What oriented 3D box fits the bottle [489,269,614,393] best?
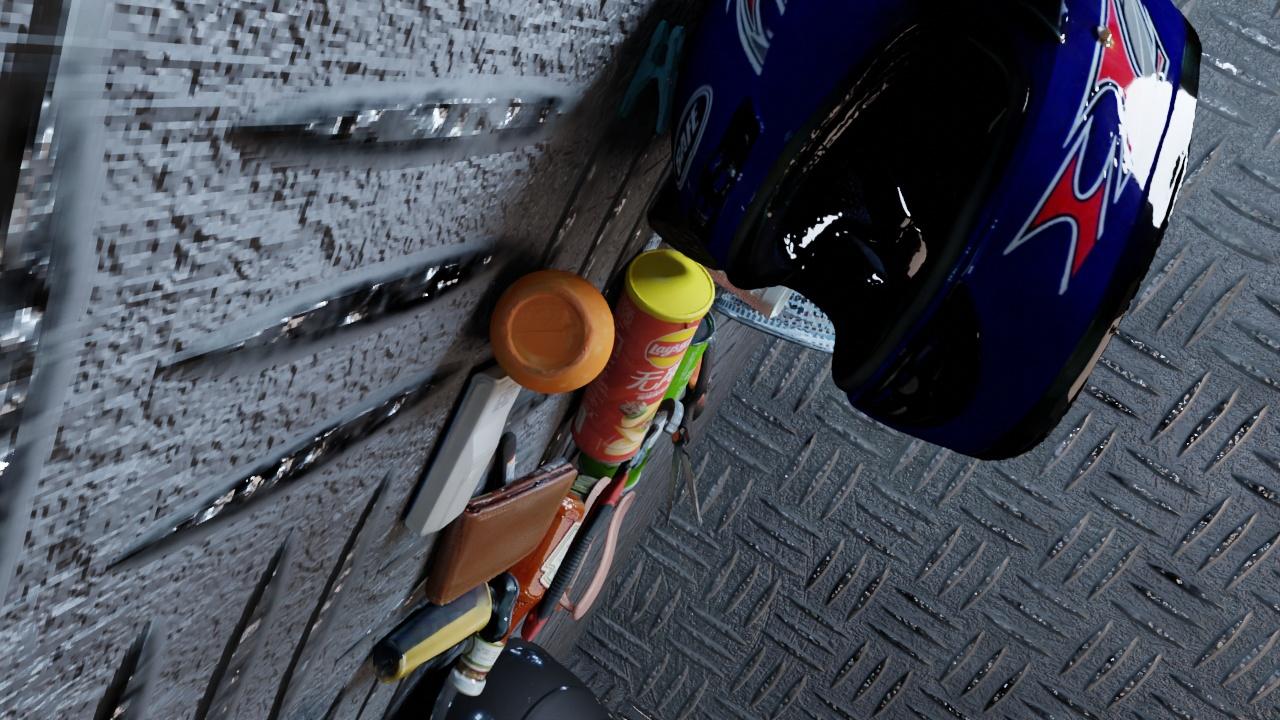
[{"bbox_3d":[-0.045,-0.017,0.540,0.067,0.067,0.149,-58,178,3],"label":"bottle"}]

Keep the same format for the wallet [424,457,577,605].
[{"bbox_3d":[-0.111,0.131,0.722,0.124,0.032,0.101,-20,146,-51],"label":"wallet"}]

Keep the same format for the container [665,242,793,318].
[{"bbox_3d":[0.091,-0.104,0.786,0.090,0.111,0.089,-59,170,12],"label":"container"}]

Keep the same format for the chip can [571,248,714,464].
[{"bbox_3d":[-0.005,0.005,0.783,0.073,0.073,0.217,-49,169,-41],"label":"chip can"}]

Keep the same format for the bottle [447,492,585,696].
[{"bbox_3d":[-0.120,0.215,0.862,0.206,0.060,0.060,-63,171,-2],"label":"bottle"}]

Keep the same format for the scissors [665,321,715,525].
[{"bbox_3d":[0.043,0.054,0.958,0.228,0.021,0.221,-119,-142,-54],"label":"scissors"}]

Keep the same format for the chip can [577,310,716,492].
[{"bbox_3d":[0.003,0.038,0.936,0.072,0.072,0.237,-48,167,-47],"label":"chip can"}]

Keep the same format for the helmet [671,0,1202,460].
[{"bbox_3d":[0.134,-0.123,0.505,0.248,0.240,0.314,108,7,-58],"label":"helmet"}]

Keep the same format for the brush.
[{"bbox_3d":[-0.060,0.188,0.946,0.145,0.073,0.063,-63,160,-15],"label":"brush"}]

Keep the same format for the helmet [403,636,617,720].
[{"bbox_3d":[-0.152,0.428,0.975,0.232,0.230,0.276,-28,166,-50],"label":"helmet"}]

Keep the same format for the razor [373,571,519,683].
[{"bbox_3d":[-0.159,0.222,0.758,0.062,0.067,0.167,-26,176,22],"label":"razor"}]

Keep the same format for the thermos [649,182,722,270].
[{"bbox_3d":[0.093,-0.191,0.687,0.090,0.068,0.242,37,83,-49],"label":"thermos"}]

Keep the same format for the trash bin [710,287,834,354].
[{"bbox_3d":[0.224,-0.129,1.185,0.226,0.227,0.195,-25,134,-74],"label":"trash bin"}]

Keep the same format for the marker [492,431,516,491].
[{"bbox_3d":[-0.107,0.091,0.720,0.018,0.015,0.124,-49,165,-34],"label":"marker"}]

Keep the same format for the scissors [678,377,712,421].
[{"bbox_3d":[0.034,0.047,1.051,0.189,0.015,0.226,-120,-131,-69],"label":"scissors"}]

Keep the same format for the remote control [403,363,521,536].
[{"bbox_3d":[-0.105,0.053,0.562,0.125,0.024,0.048,-61,171,23],"label":"remote control"}]

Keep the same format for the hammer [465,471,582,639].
[{"bbox_3d":[-0.099,0.182,1.028,0.322,0.032,0.126,-50,169,-40],"label":"hammer"}]

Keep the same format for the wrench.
[{"bbox_3d":[-0.040,0.151,0.881,0.273,0.016,0.056,-57,-159,3],"label":"wrench"}]

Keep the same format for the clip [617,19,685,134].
[{"bbox_3d":[0.009,-0.148,0.479,0.013,0.038,0.055,-45,158,-63],"label":"clip"}]
